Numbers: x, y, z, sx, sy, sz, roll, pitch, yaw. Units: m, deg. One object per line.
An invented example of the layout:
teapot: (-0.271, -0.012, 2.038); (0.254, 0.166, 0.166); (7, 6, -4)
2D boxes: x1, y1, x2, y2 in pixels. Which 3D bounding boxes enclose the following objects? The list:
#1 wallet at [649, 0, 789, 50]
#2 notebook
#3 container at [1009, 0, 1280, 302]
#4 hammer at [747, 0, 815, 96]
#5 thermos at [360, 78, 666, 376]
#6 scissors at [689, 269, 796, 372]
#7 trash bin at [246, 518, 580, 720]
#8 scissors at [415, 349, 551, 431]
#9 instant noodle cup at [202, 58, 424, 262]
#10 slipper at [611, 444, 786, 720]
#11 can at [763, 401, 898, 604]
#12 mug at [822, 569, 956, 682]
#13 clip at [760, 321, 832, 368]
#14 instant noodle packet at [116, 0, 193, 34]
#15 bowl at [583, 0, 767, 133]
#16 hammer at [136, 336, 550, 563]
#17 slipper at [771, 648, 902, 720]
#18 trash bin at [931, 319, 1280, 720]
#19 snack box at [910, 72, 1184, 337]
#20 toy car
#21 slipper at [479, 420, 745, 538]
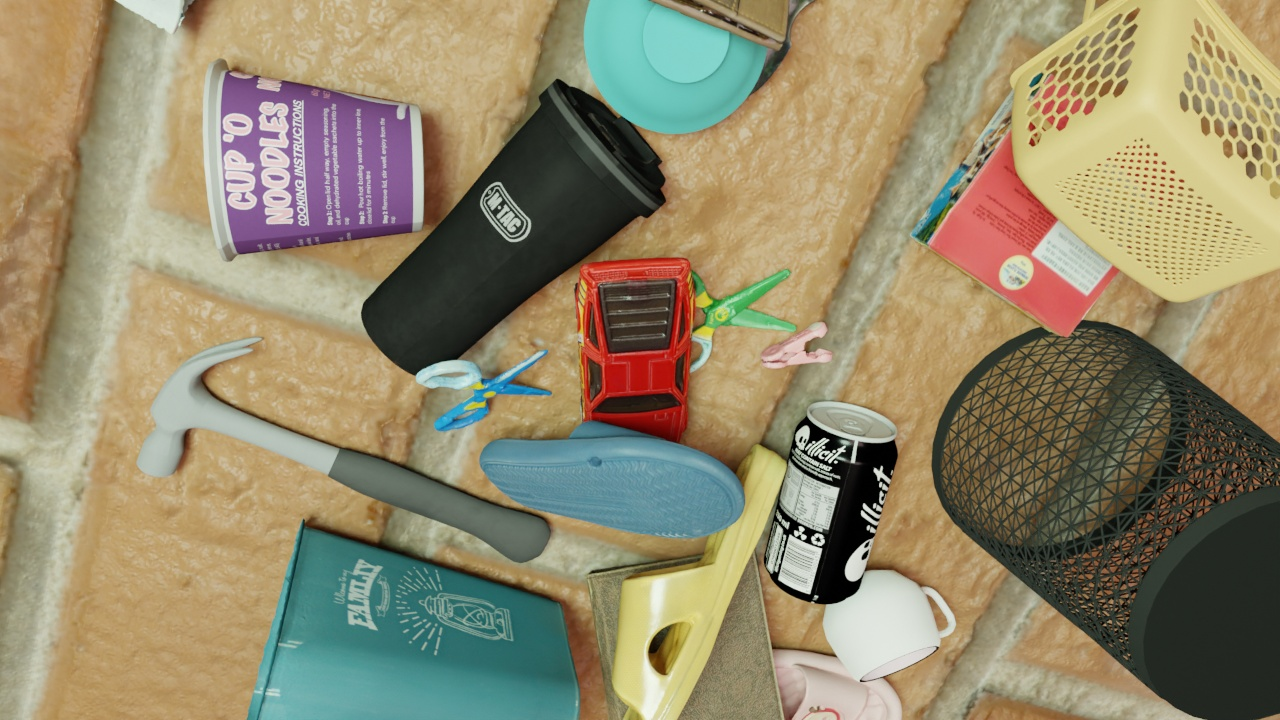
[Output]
wallet: (0.048, -0.250, 0.553); (0.098, 0.120, 0.027); (17, 151, -17)
notebook: (0.022, 0.273, 0.755); (0.190, 0.034, 0.215); (-9, 86, -4)
container: (0.342, -0.152, 0.592); (0.183, 0.129, 0.166); (32, 60, -15)
hammer: (-0.049, -0.278, 0.589); (0.333, 0.033, 0.133); (29, 105, -15)
thermos: (-0.090, -0.083, 0.622); (0.219, 0.105, 0.106); (-40, 110, 14)
scissors: (0.060, -0.028, 0.702); (0.129, 0.012, 0.117); (13, 110, -10)
trash bin: (-0.179, 0.258, 0.697); (0.218, 0.196, 0.199); (15, 108, -19)
scissors: (-0.115, 0.020, 0.667); (0.126, 0.129, 0.013); (-32, 67, 27)
instant noodle cup: (-0.205, -0.131, 0.592); (0.121, 0.122, 0.136); (-2, 66, -16)
slipper: (0.026, 0.176, 0.700); (0.078, 0.099, 0.263); (28, 78, 5)
can: (0.150, 0.113, 0.728); (0.080, 0.080, 0.146); (7, 109, -9)
mug: (0.214, 0.217, 0.777); (0.123, 0.076, 0.090); (-4, 145, -28)
clip: (0.123, -0.012, 0.711); (0.058, 0.023, 0.050); (10, 104, -11)
instant noodle packet: (-0.364, -0.321, 0.526); (0.269, 0.057, 0.147); (31, 103, -11)
bowl: (0.026, -0.204, 0.580); (0.121, 0.046, 0.121); (-2, 109, -5)
hammer: (-0.212, 0.083, 0.705); (0.310, 0.029, 0.125); (25, 106, -15)
slipper: (0.125, 0.307, 0.812); (0.221, 0.055, 0.107); (17, 109, -10)
trash bin: (0.365, 0.111, 0.664); (0.217, 0.243, 0.217); (-2, 110, -6)
snack box: (0.302, -0.113, 0.682); (0.142, 0.040, 0.145); (29, 104, -16)
toy car: (-0.004, 0.004, 0.663); (0.081, 0.056, 0.190); (-3, 135, -4)
slipper: (-0.026, 0.078, 0.669); (0.214, 0.059, 0.104); (1, 141, 30)
